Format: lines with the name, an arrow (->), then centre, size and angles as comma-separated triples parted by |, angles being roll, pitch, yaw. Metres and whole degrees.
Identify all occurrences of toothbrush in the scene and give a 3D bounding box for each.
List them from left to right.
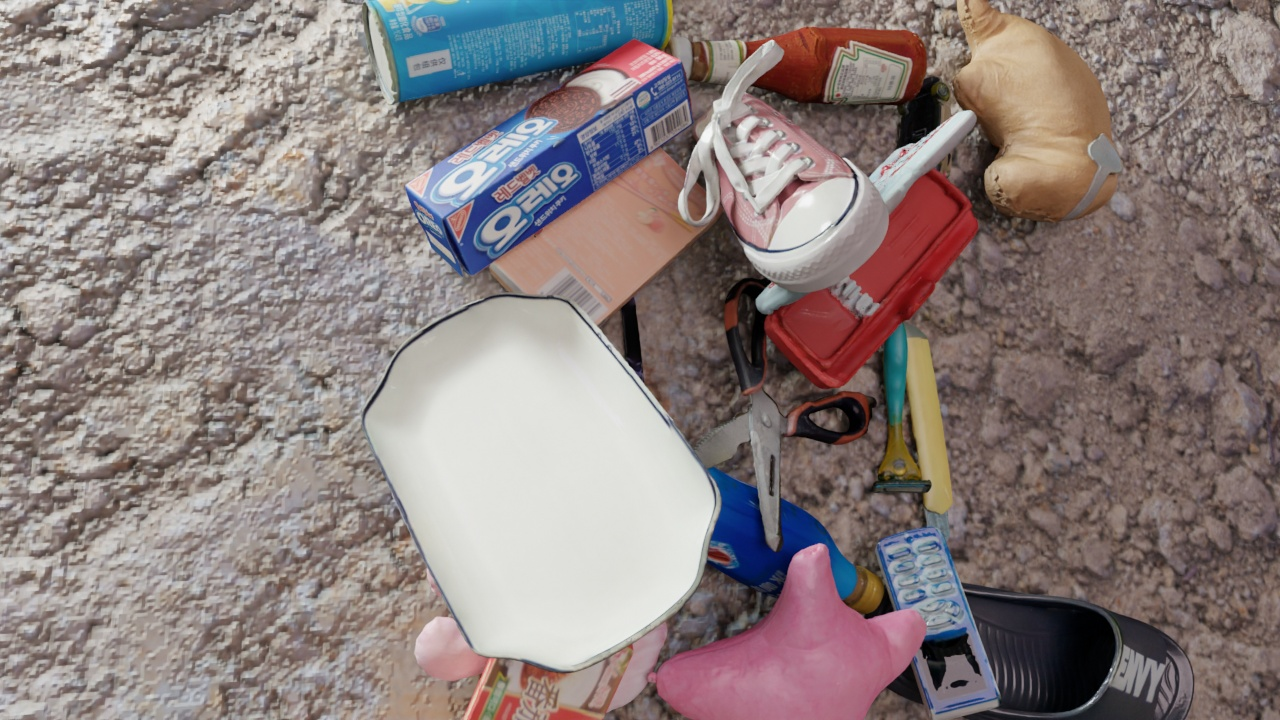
toothbrush -> -0.004, 0.004, 0.655 | 0.014, 0.017, 0.189 | -2, 77, -15

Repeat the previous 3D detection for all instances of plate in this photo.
plate -> -0.063, 0.064, 0.552 | 0.162, 0.034, 0.265 | -32, 54, -10

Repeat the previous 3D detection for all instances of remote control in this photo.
remote control -> 0.202, 0.179, 0.630 | 0.049, 0.024, 0.124 | -13, 67, 0

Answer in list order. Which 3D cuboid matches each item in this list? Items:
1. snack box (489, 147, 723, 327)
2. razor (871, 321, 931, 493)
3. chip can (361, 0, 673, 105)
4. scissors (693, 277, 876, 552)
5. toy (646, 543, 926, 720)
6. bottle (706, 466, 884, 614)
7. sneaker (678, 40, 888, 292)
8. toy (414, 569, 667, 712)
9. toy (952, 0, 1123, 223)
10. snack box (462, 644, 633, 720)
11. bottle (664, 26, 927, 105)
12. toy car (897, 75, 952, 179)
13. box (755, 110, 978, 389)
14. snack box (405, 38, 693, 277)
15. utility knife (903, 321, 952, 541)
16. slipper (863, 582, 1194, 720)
snack box -> -0.023, -0.086, 0.658 | 0.084, 0.026, 0.157 | 45, 69, 5
razor -> 0.195, 0.034, 0.695 | 0.043, 0.028, 0.132 | -1, 84, 7
chip can -> -0.085, -0.239, 0.656 | 0.210, 0.071, 0.071 | -18, 83, -18
scissors -> 0.091, 0.028, 0.639 | 0.224, 0.015, 0.189 | -13, 70, -43
toy -> 0.092, 0.206, 0.589 | 0.178, 0.074, 0.195 | 13, 102, -17
bottle -> 0.075, 0.118, 0.619 | 0.218, 0.065, 0.065 | 29, 71, -19
sneaker -> 0.076, -0.132, 0.604 | 0.118, 0.240, 0.088 | -41, 125, 14
toy -> -0.059, 0.160, 0.582 | 0.159, 0.054, 0.121 | 11, 82, -14
toy -> 0.323, -0.221, 0.764 | 0.143, 0.083, 0.226 | -7, 77, -31
snack box -> -0.067, 0.221, 0.549 | 0.075, 0.025, 0.153 | 23, 99, -10
bottle -> 0.121, -0.233, 0.722 | 0.206, 0.060, 0.059 | -2, 78, -12
toy car -> 0.235, -0.187, 0.751 | 0.035, 0.042, 0.090 | 11, 79, -36
box -> 0.179, -0.078, 0.650 | 0.094, 0.100, 0.200 | 46, 69, -3
snack box -> -0.058, -0.142, 0.634 | 0.207, 0.057, 0.058 | -38, 52, -16
utility knife -> 0.220, 0.055, 0.704 | 0.031, 0.019, 0.178 | -2, 72, -12
slipper -> 0.294, 0.221, 0.656 | 0.268, 0.083, 0.110 | 15, 74, -10
